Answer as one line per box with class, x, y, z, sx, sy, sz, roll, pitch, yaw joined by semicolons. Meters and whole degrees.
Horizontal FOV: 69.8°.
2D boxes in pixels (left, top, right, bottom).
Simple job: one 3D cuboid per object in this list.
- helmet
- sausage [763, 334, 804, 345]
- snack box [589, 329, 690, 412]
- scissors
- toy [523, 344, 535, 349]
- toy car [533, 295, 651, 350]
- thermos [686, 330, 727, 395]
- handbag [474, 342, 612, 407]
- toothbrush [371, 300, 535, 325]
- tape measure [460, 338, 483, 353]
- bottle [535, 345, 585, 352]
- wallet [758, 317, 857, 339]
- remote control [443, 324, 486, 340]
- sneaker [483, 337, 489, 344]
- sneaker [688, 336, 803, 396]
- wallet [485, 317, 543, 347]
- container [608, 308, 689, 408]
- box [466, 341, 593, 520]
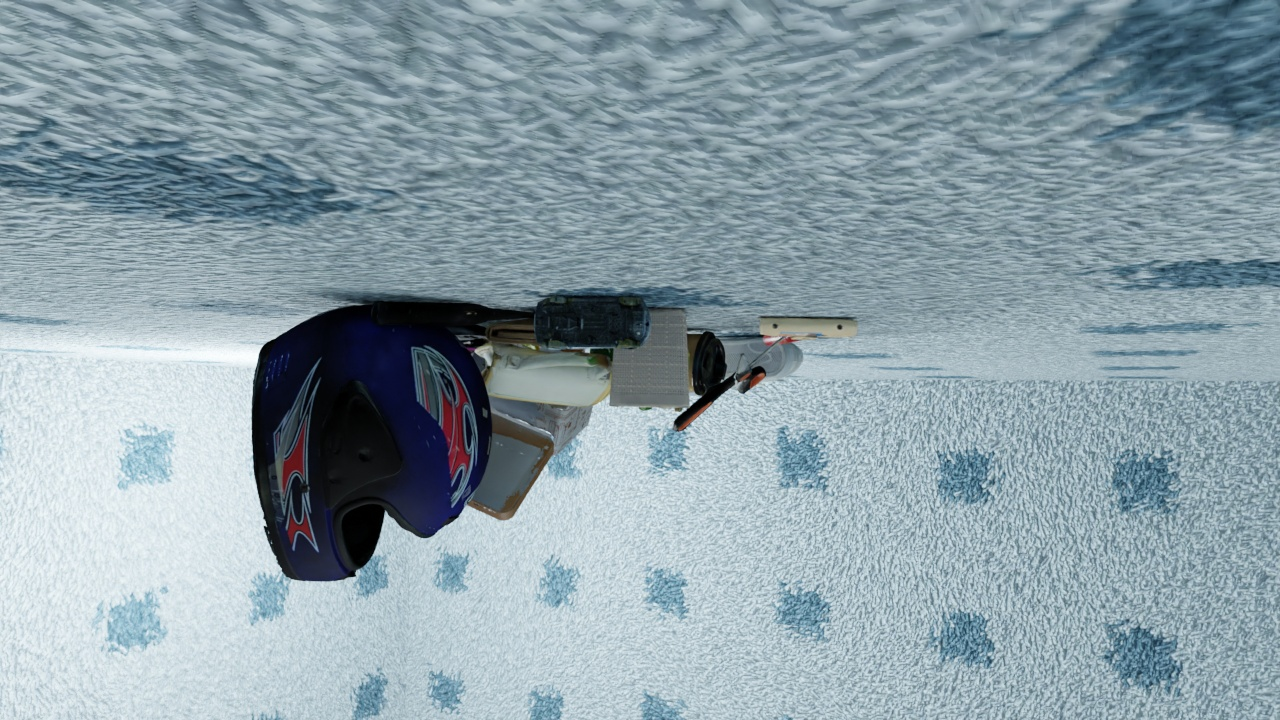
helmet;-0.290;0.094;1.046;0.240;0.315;0.247;-2;-171;0
sausage;0.199;-0.033;1.256;0.020;0.020;0.156;2;177;-14
snack box;-0.007;0.007;1.231;0.106;0.117;0.118;5;177;31
scissors;0.127;0.025;1.249;0.221;0.021;0.234;-39;166;8
toy;-0.138;-0.026;1.346;0.096;0.031;0.100;14;167;-30
toy car;-0.049;-0.038;0.933;0.121;0.054;0.037;0;174;7
thermos;0.046;-0.002;1.314;0.143;0.093;0.093;8;180;21
handbag;-0.110;0.016;1.112;0.163;0.063;0.179;8;169;-21
toothbrush;-0.188;-0.051;1.009;0.212;0.026;0.027;-2;-174;-36
tape measure;-0.254;-0.023;1.322;0.057;0.039;0.058;-15;163;14
bottle;-0.104;-0.018;1.237;0.063;0.063;0.108;2;174;-17
wallet;0.203;-0.039;1.121;0.115;0.024;0.087;0;172;7
remote control;-0.258;-0.040;1.257;0.137;0.024;0.053;-2;174;35
sneaker;-0.243;0.010;1.466;0.118;0.088;0.240;15;-171;41
sneaker;0.139;0.004;1.429;0.243;0.089;0.090;-9;176;35
wallet;-0.121;-0.034;1.095;0.090;0.033;0.115;3;-176;16
container;0.013;-0.001;1.051;0.090;0.111;0.090;1;177;4
box;-0.187;0.085;1.234;0.179;0.110;0.258;22;-152;14
